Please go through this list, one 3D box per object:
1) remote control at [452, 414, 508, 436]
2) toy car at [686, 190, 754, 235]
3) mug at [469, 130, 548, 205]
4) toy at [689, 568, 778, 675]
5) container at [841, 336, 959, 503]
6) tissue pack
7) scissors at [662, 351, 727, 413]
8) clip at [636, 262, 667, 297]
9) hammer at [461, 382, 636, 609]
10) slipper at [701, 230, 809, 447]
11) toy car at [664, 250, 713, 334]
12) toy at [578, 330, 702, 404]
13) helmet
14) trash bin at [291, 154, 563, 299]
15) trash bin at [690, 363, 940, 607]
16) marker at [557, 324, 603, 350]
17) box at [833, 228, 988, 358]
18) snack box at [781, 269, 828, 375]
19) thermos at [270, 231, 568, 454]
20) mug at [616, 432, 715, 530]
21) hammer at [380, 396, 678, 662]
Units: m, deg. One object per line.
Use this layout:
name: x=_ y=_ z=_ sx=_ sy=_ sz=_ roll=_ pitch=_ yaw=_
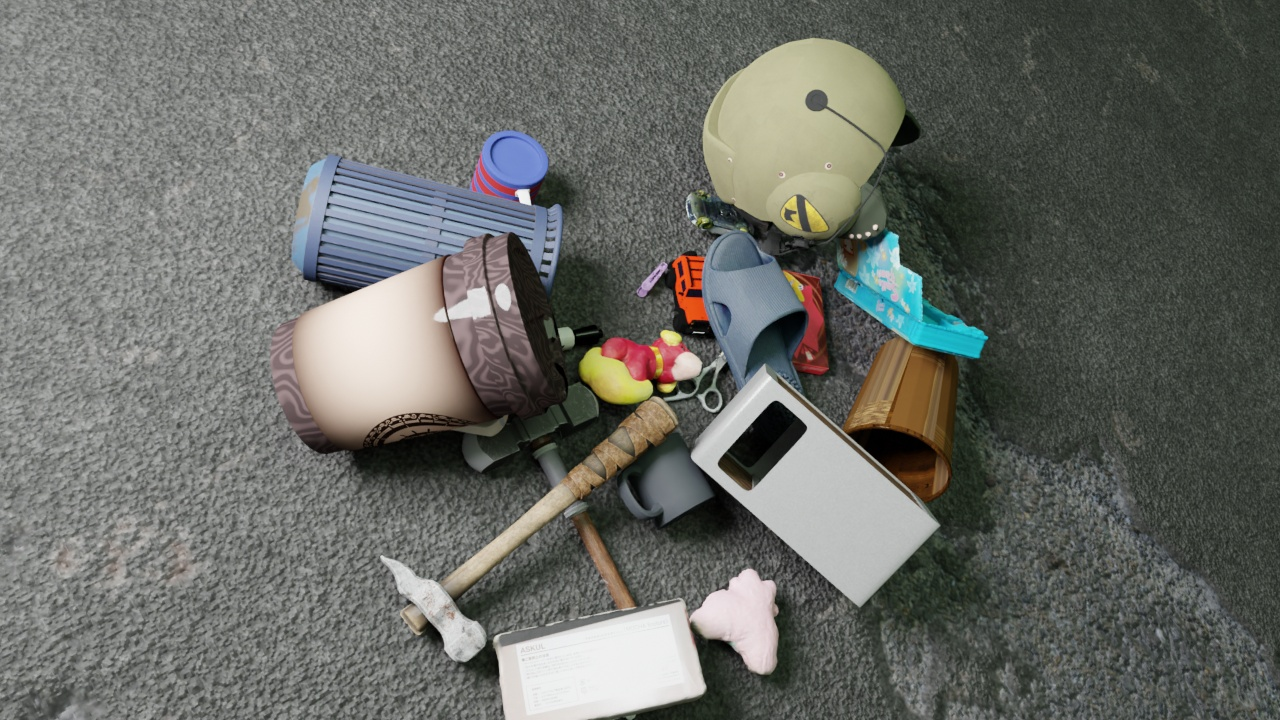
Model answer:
remote control: x=-0.190 y=0.049 z=0.903 sx=0.126 sy=0.018 sz=0.038 roll=8 pitch=50 yaw=18
toy car: x=0.098 y=-0.182 z=1.165 sx=0.105 sy=0.033 sz=0.048 roll=8 pitch=65 yaw=-37
mug: x=-0.145 y=-0.194 z=1.046 sx=0.074 sy=0.076 sz=0.112 roll=-10 pitch=69 yaw=-27
toy: x=0.107 y=0.258 z=0.933 sx=0.099 sy=0.053 sz=0.095 roll=33 pitch=55 yaw=-2
container: x=0.310 y=0.063 z=1.081 sx=0.132 sy=0.132 sz=0.166 roll=32 pitch=51 yaw=-5
tissue pack: x=-0.038 y=0.290 z=0.846 sx=0.181 sy=0.071 sz=0.103 roll=-9 pitch=66 yaw=-13
scissors: x=0.086 y=-0.002 z=1.076 sx=0.090 sy=0.014 sz=0.171 roll=25 pitch=64 yaw=-11
clip: x=0.016 y=-0.099 z=1.094 sx=0.013 sy=0.037 sz=0.053 roll=40 pitch=43 yaw=-1
hammer: x=-0.046 y=0.184 z=0.919 sx=0.155 sy=0.043 sz=0.322 roll=-23 pitch=77 yaw=-30
slipper: x=0.146 y=-0.027 z=1.047 sx=0.101 sy=0.083 sz=0.263 roll=-15 pitch=87 yaw=-29
toy car: x=0.063 y=-0.080 z=1.092 sx=0.051 sy=0.049 sz=0.100 roll=1 pitch=64 yaw=-22
toy: x=-0.006 y=0.006 z=1.012 sx=0.137 sy=0.067 sz=0.105 roll=-13 pitch=44 yaw=-31
helmet: x=0.190 y=-0.254 z=1.089 sx=0.233 sy=0.256 sz=0.249 roll=32 pitch=57 yaw=-7
trash bin: x=-0.218 y=-0.121 z=0.944 sx=0.249 sy=0.140 sz=0.139 roll=12 pitch=60 yaw=-15
trash bin: x=0.179 y=0.125 z=0.966 sx=0.229 sy=0.114 sz=0.114 roll=41 pitch=99 yaw=1
marker: x=-0.100 y=-0.021 z=1.008 sx=0.125 sy=0.025 sz=0.025 roll=-9 pitch=68 yaw=-26
box: x=0.299 y=-0.086 z=1.102 sx=0.083 sy=0.227 sz=0.172 roll=-42 pitch=114 yaw=5
snack box: x=0.187 y=-0.051 z=1.145 sx=0.089 sy=0.021 sz=0.132 roll=10 pitch=61 yaw=-17
thermos: x=-0.199 y=-0.007 z=0.837 sx=0.226 sy=0.173 sz=0.172 roll=-17 pitch=68 yaw=5
mug: x=0.018 y=0.128 z=0.945 sx=0.104 sy=0.071 sz=0.077 roll=-15 pitch=70 yaw=-50
hammer: x=-0.091 y=0.141 z=0.871 sx=0.318 sy=0.049 sz=0.121 roll=-38 pitch=84 yaw=-19
